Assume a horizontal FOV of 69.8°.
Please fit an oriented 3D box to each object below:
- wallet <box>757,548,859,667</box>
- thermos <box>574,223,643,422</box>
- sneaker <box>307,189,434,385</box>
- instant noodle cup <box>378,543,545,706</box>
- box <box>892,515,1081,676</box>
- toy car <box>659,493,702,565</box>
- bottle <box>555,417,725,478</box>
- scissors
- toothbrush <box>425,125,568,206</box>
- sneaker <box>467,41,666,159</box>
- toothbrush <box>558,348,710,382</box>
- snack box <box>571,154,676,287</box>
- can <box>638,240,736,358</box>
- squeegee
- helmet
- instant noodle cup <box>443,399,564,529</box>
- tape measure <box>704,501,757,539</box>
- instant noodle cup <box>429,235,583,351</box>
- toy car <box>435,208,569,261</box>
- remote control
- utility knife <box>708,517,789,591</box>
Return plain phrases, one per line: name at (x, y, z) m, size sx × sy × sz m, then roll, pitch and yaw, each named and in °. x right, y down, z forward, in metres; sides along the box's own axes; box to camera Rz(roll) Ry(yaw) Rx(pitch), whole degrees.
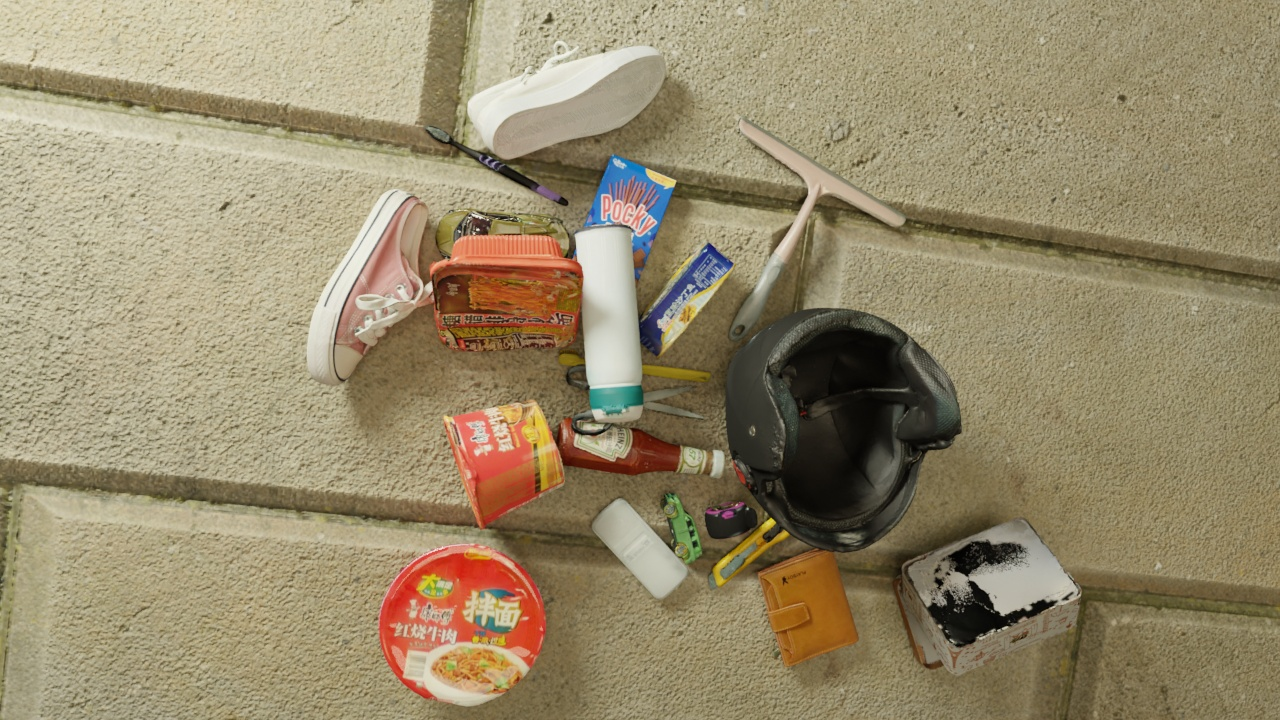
wallet at (0.207, 0.316, 1.173) m, size 0.119 × 0.035 × 0.130 m, roll -18°, pitch 96°, yaw -12°
thermos at (-0.034, -0.040, 1.057) m, size 0.073 × 0.073 × 0.224 m, roll -4°, pitch 88°, yaw -7°
sneaker at (-0.293, -0.075, 1.042) m, size 0.088 × 0.118 × 0.241 m, roll 24°, pitch 85°, yaw 12°
instant noodle cup at (-0.211, 0.308, 1.098) m, size 0.193 × 0.066 × 0.194 m, roll 0°, pitch 93°, yaw -8°
box at (0.431, 0.316, 1.169) m, size 0.182 × 0.153 × 0.181 m, roll -21°, pitch 133°, yaw -2°
toy car at (0.050, 0.207, 1.136) m, size 0.036 × 0.043 × 0.091 m, roll -20°, pitch 98°, yaw -3°
bottle at (0.001, 0.112, 1.114) m, size 0.206 × 0.060 × 0.060 m, roll 9°, pitch 93°, yaw -8°
scissors at (-0.013, 0.049, 1.109) m, size 0.175 × 0.014 × 0.159 m, roll 35°, pitch 54°, yaw 12°
toothbrush at (-0.169, -0.231, 1.090) m, size 0.189 × 0.017 × 0.014 m, roll 27°, pitch 90°, yaw -10°
sneaker at (-0.087, -0.313, 1.068) m, size 0.241 × 0.090 × 0.090 m, roll -27°, pitch 56°, yaw -20°
toothbrush at (-0.007, 0.007, 1.126) m, size 0.190 × 0.016 × 0.016 m, roll 7°, pitch 128°, yaw -11°
snack box at (-0.024, -0.160, 1.108) m, size 0.084 × 0.026 × 0.157 m, roll 21°, pitch 91°, yaw -8°
can at (0.050, -0.074, 1.101) m, size 0.049 × 0.074 × 0.148 m, roll 40°, pitch 88°, yaw -5°
squeegee at (0.175, -0.133, 1.131) m, size 0.247 × 0.040 × 0.249 m, roll 28°, pitch 91°, yaw -9°
helmet at (0.212, 0.071, 1.056) m, size 0.233 × 0.230 × 0.275 m, roll -9°, pitch 103°, yaw -14°
instant noodle cup at (-0.156, 0.114, 1.064) m, size 0.108 × 0.138 × 0.138 m, roll -19°, pitch 96°, yaw -15°
tape measure at (0.109, 0.196, 1.136) m, size 0.057 × 0.057 × 0.039 m, roll -14°, pitch 91°, yaw -21°
instant noodle cup at (-0.151, -0.081, 1.040) m, size 0.164 × 0.189 × 0.079 m, roll 0°, pitch 63°, yaw -9°
toy car at (-0.163, -0.142, 1.085) m, size 0.158 × 0.042 × 0.070 m, roll 3°, pitch 93°, yaw -5°
remote control at (-0.001, 0.234, 1.143) m, size 0.056 × 0.020 × 0.136 m, roll -42°, pitch 98°, yaw -2°
utility knife at (0.148, 0.236, 1.165) m, size 0.164 × 0.015 × 0.033 m, roll -40°, pitch 95°, yaw -3°
